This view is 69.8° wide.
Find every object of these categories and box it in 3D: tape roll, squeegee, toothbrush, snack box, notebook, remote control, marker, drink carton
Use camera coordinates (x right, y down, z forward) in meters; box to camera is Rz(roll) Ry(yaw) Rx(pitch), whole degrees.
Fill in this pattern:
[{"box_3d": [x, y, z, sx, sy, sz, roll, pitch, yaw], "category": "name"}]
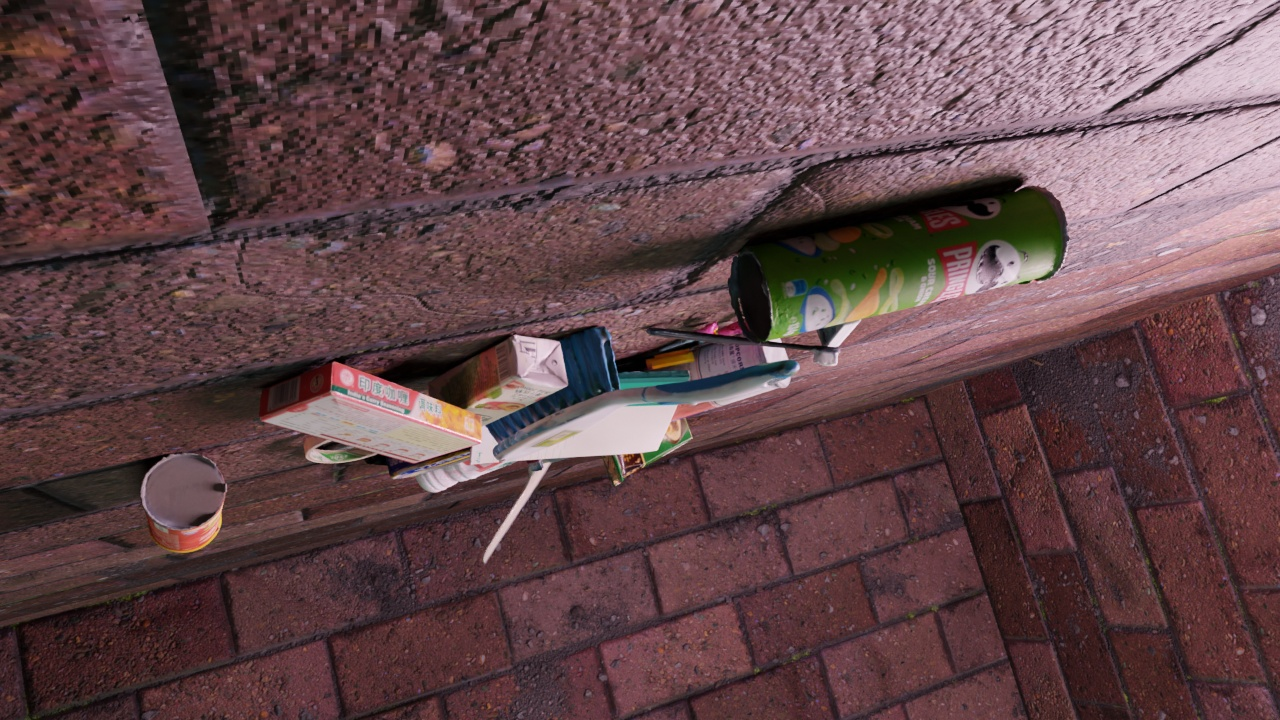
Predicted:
[{"box_3d": [-0.292, 0.083, 0.922, 0.086, 0.014, 0.086, -14, 161, -5], "category": "tape roll"}, {"box_3d": [-0.106, 0.119, 1.113, 0.245, 0.039, 0.247, -57, -171, -29], "category": "squeegee"}, {"box_3d": [0.094, -0.014, 0.837, 0.181, 0.018, 0.016, 8, 175, -6], "category": "toothbrush"}, {"box_3d": [0.000, 0.083, 1.135, 0.105, 0.117, 0.118, -18, 174, -9], "category": "snack box"}, {"box_3d": [-0.202, 0.045, 0.706, 0.077, 0.027, 0.155, -18, 154, 27], "category": "snack box"}, {"box_3d": [-0.066, 0.058, 0.938, 0.209, 0.012, 0.151, -2, 145, -16], "category": "notebook"}, {"box_3d": [0.170, -0.047, 0.816, 0.019, 0.056, 0.135, -15, 171, 2], "category": "remote control"}, {"box_3d": [-0.006, 0.006, 0.958, 0.124, 0.015, 0.018, -11, 180, 5], "category": "marker"}, {"box_3d": [-0.164, 0.127, 1.141, 0.016, 0.017, 0.188, -25, -172, -32], "category": "toothbrush"}, {"box_3d": [-0.121, 0.018, 0.758, 0.123, 0.045, 0.053, -25, 157, 39], "category": "drink carton"}, {"box_3d": [-0.313, 0.125, 1.159, 0.022, 0.020, 0.132, 0, 173, 10], "category": "marker"}]

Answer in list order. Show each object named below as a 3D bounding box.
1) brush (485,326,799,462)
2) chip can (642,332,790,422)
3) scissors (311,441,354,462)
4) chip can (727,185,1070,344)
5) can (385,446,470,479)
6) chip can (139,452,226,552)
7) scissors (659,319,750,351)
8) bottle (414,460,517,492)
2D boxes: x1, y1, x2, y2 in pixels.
[{"box_3d": [-0.018, 0.019, 0.751, 0.315, 0.109, 0.060, -27, 158, 33], "category": "brush"}, {"box_3d": [0.050, 0.027, 0.997, 0.215, 0.071, 0.071, -20, 170, 26], "category": "chip can"}, {"box_3d": [-0.272, 0.076, 0.973, 0.173, 0.014, 0.141, -17, 170, -4], "category": "scissors"}, {"box_3d": [0.185, -0.069, 0.661, 0.236, 0.072, 0.072, -13, 170, -12], "category": "chip can"}, {"box_3d": [-0.216, 0.089, 1.011, 0.148, 0.049, 0.074, -19, 171, 17], "category": "can"}, {"box_3d": [-0.446, 0.143, 0.895, 0.073, 0.073, 0.217, -11, 169, -27], "category": "chip can"}, {"box_3d": [0.076, -0.027, 0.909, 0.124, 0.017, 0.133, -14, 175, -3], "category": "scissors"}, {"box_3d": [-0.170, 0.094, 1.078, 0.197, 0.068, 0.068, -21, 170, 9], "category": "bottle"}]
